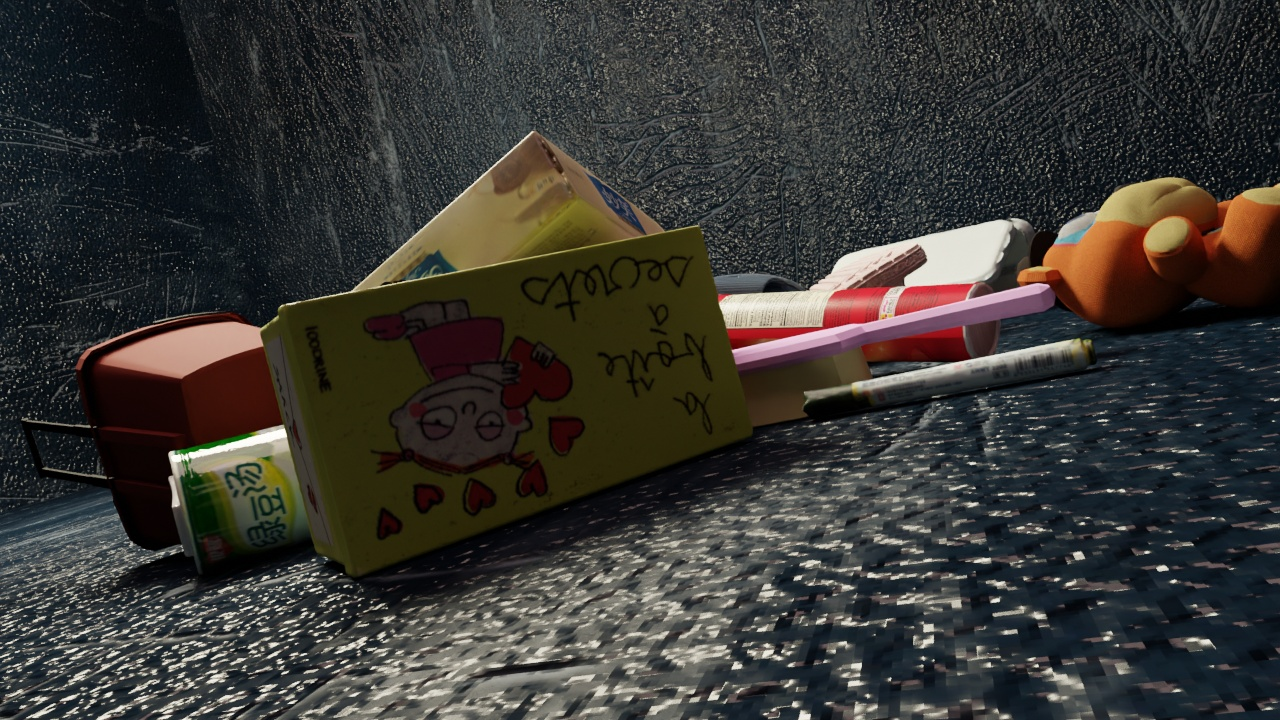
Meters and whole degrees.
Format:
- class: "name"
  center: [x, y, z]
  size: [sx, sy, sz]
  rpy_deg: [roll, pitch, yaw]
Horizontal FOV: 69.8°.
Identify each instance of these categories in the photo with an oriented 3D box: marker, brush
- class: "marker"
  center: [0.157, 0.011, 0.479]
  size: [0.147, 0.017, 0.017]
  rpy_deg: [-12, 3, 24]
- class: "brush"
  center: [0.127, 0.001, 0.547]
  size: [0.229, 0.043, 0.089]
  rpy_deg: [-13, 2, 23]

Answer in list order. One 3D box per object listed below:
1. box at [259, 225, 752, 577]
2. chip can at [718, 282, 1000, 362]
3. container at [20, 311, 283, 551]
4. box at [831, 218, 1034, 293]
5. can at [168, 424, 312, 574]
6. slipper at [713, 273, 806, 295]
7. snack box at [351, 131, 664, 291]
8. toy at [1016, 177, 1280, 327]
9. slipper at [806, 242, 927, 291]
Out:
- class: "box"
  center: [-0.059, 0.012, 0.459]
  size: [0.220, 0.124, 0.083]
  rpy_deg: [-13, 2, -29]
- class: "chip can"
  center: [0.135, -0.024, 0.641]
  size: [0.215, 0.052, 0.051]
  rpy_deg: [1, 12, 44]
- class: "container"
  center: [-0.301, 0.046, 0.611]
  size: [0.201, 0.148, 0.126]
  rpy_deg: [3, 19, 39]
- class: "box"
  center: [0.301, -0.071, 0.951]
  size: [0.212, 0.106, 0.129]
  rpy_deg: [-7, 37, 49]
- class: "can"
  center: [-0.193, 0.069, 0.511]
  size: [0.120, 0.067, 0.067]
  rpy_deg: [-14, 2, -26]
- class: "slipper"
  center: [0.037, -0.032, 0.901]
  size: [0.264, 0.101, 0.082]
  rpy_deg: [-2, 3, 10]
- class: "snack box"
  center: [-0.089, -0.032, 0.576]
  size: [0.208, 0.055, 0.153]
  rpy_deg: [-37, -26, 16]
- class: "toy"
  center: [0.313, -0.063, 0.552]
  size: [0.112, 0.096, 0.177]
  rpy_deg: [-16, -8, -39]
- class: "slipper"
  center: [0.150, -0.021, 0.768]
  size: [0.239, 0.064, 0.094]
  rpy_deg: [-32, 8, -10]
